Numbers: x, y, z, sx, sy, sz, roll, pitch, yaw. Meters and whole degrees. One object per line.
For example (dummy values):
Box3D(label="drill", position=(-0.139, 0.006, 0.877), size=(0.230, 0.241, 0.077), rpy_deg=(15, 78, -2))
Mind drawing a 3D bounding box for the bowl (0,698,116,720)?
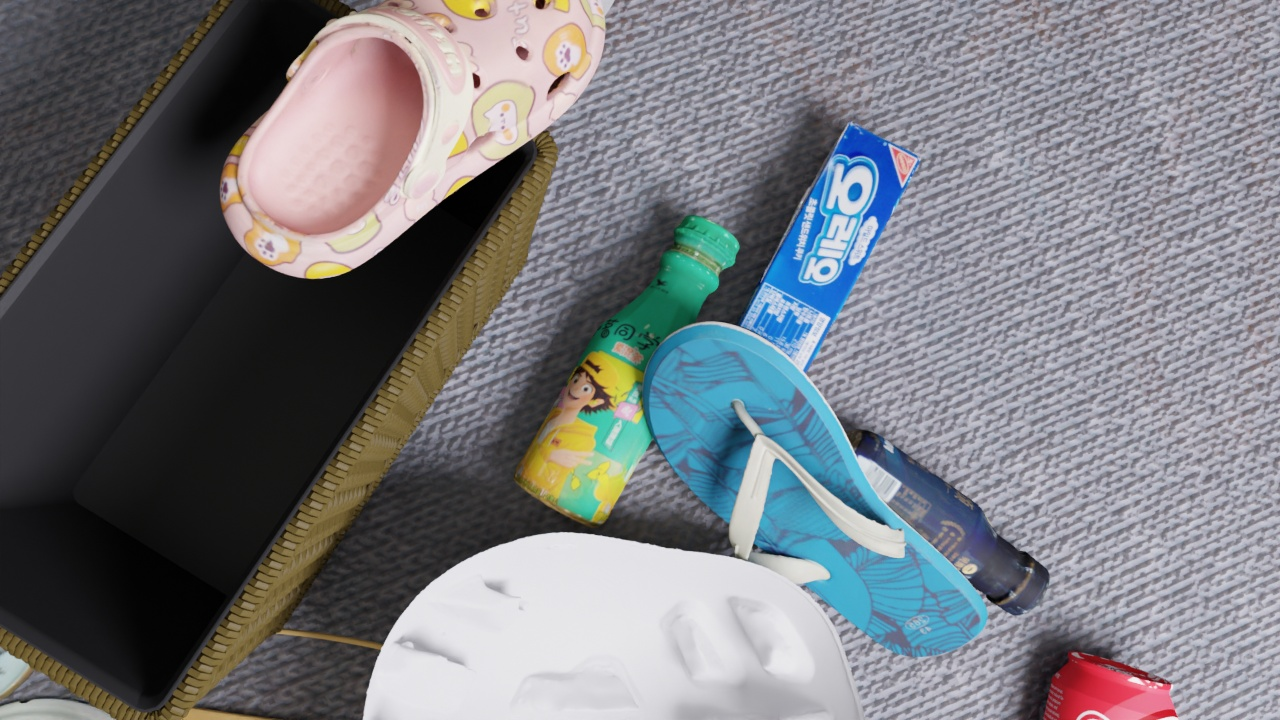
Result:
Box3D(label="bowl", position=(-0.388, 0.308, 0.565), size=(0.177, 0.071, 0.177), rpy_deg=(0, 87, -2))

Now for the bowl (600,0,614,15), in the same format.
Box3D(label="bowl", position=(-0.075, -0.272, 0.617), size=(0.132, 0.064, 0.131), rpy_deg=(0, 87, -3))

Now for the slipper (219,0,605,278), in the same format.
Box3D(label="slipper", position=(-0.101, -0.120, 0.393), size=(0.197, 0.081, 0.093), rpy_deg=(-42, 87, -8))

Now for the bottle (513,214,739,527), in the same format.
Box3D(label="bottle", position=(-0.004, 0.004, 0.602), size=(0.068, 0.068, 0.209), rpy_deg=(30, 86, -1))

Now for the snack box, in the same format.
Box3D(label="snack box", position=(0.107, -0.045, 0.617), size=(0.059, 0.059, 0.226), rpy_deg=(28, 85, 3))

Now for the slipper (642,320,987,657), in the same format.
Box3D(label="slipper", position=(0.103, 0.101, 0.564), size=(0.295, 0.060, 0.118), rpy_deg=(45, 129, -15))

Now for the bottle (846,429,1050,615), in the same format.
Box3D(label="bottle", position=(0.195, 0.109, 0.612), size=(0.161, 0.056, 0.056), rpy_deg=(36, 85, 0))

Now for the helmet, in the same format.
Box3D(label="helmet", position=(-0.019, 0.216, 0.503), size=(0.184, 0.282, 0.224), rpy_deg=(-42, 50, 33))

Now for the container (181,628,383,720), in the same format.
Box3D(label="container", position=(-0.219, 0.246, 0.546), size=(0.183, 0.129, 0.167), rpy_deg=(8, 83, -2))

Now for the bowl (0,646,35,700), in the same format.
Box3D(label="bowl", position=(-0.458, 0.153, 0.559), size=(0.160, 0.094, 0.160), rpy_deg=(0, 86, -3))

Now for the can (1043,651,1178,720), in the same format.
Box3D(label="can", position=(0.297, 0.270, 0.598), size=(0.074, 0.074, 0.142), rpy_deg=(14, 86, -2))

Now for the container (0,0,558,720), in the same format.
Box3D(label="container", position=(-0.204, -0.003, 0.510), size=(0.176, 0.205, 0.320), rpy_deg=(32, 80, -1))
